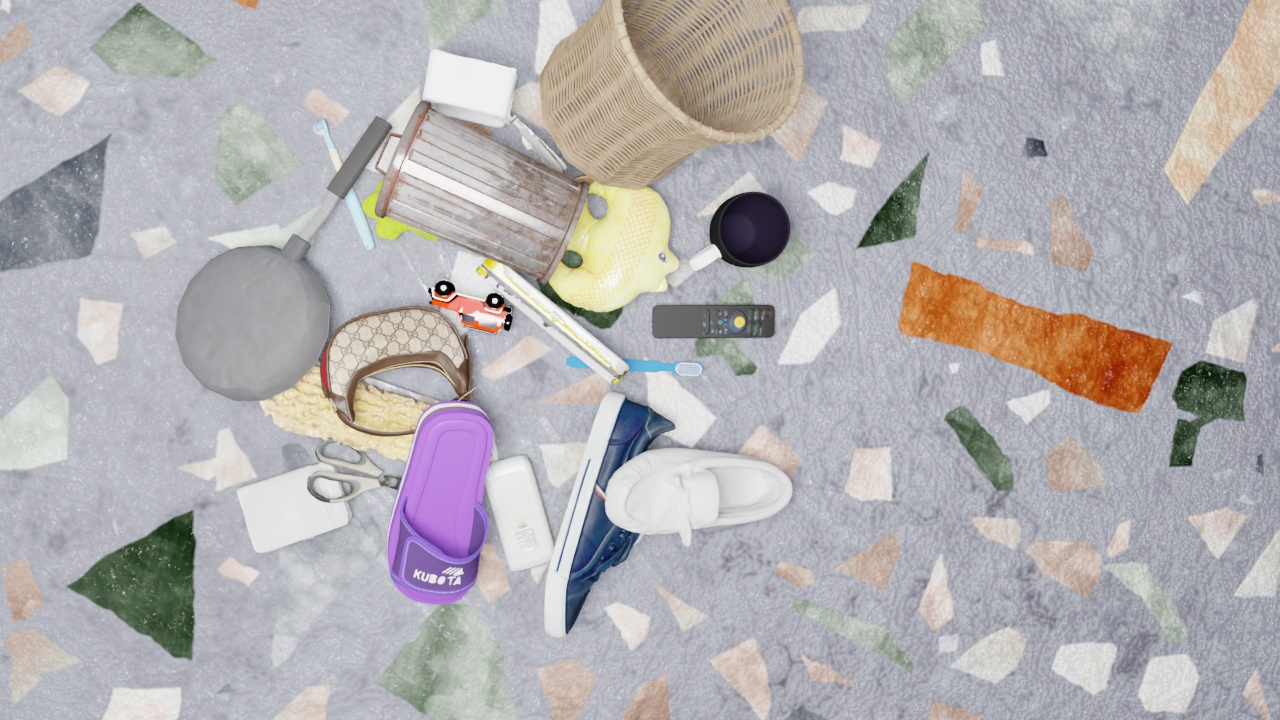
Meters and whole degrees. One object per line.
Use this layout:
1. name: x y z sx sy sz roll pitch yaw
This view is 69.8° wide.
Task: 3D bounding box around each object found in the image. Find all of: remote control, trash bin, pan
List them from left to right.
1. pan: -0.384 -0.120 1.012 0.178 0.041 0.357 32 87 14
2. trash bin: -0.176 -0.179 0.981 0.211 0.131 0.131 23 92 -13
3. remote control: -0.145 0.184 1.101 0.060 0.025 0.138 -16 99 -5
4. remote control: 0.088 -0.047 1.111 0.152 0.020 0.041 0 94 -7

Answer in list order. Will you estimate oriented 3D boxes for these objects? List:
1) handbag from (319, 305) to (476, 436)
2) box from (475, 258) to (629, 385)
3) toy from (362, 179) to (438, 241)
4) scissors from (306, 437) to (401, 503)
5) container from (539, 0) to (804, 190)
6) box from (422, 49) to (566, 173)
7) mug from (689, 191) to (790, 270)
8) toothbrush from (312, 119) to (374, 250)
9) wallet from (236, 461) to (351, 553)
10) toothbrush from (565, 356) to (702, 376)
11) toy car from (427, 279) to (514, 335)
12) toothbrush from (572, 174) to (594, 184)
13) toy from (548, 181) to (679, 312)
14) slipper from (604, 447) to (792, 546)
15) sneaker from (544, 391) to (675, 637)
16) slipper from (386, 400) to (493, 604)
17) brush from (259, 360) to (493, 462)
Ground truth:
1. handbag: -0.266 0.015 1.021 0.166 0.063 0.138 -13 82 -29
2. box: -0.099 -0.048 1.062 0.209 0.064 0.033 41 92 -5
3. toy: -0.264 -0.172 1.052 0.093 0.036 0.094 -33 91 2
4. scissors: -0.306 0.149 1.068 0.169 0.013 0.131 40 52 0
5. container: 0.020 -0.300 0.958 0.226 0.197 0.226 8 76 -31
6. box: -0.154 -0.280 1.021 0.190 0.110 0.083 28 93 -12
7. mug: 0.106 -0.140 1.063 0.119 0.100 0.085 -33 98 -3
8. toothbrush: -0.338 -0.199 1.050 0.022 0.016 0.155 -17 98 31
9. wallet: -0.401 0.170 1.070 0.116 0.032 0.086 -15 86 -6
10. toothbrush: -0.007 0.006 1.107 0.166 0.014 0.016 3 94 -6
11. toy car: -0.197 -0.061 1.060 0.100 0.051 0.049 14 91 -8
12. toothbrush: -0.134 -0.190 1.065 0.167 0.016 0.016 -16 117 3
13. toy: -0.029 -0.134 1.070 0.155 0.064 0.170 29 88 7
14. slipper: 0.070 0.155 1.054 0.246 0.075 0.112 2 80 -32
15. sneaker: -0.027 0.193 1.078 0.127 0.120 0.294 19 90 5
16. slipper: -0.216 0.181 1.013 0.107 0.084 0.267 4 116 -23
17. brush: -0.301 0.068 1.057 0.271 0.056 0.083 20 91 -8
